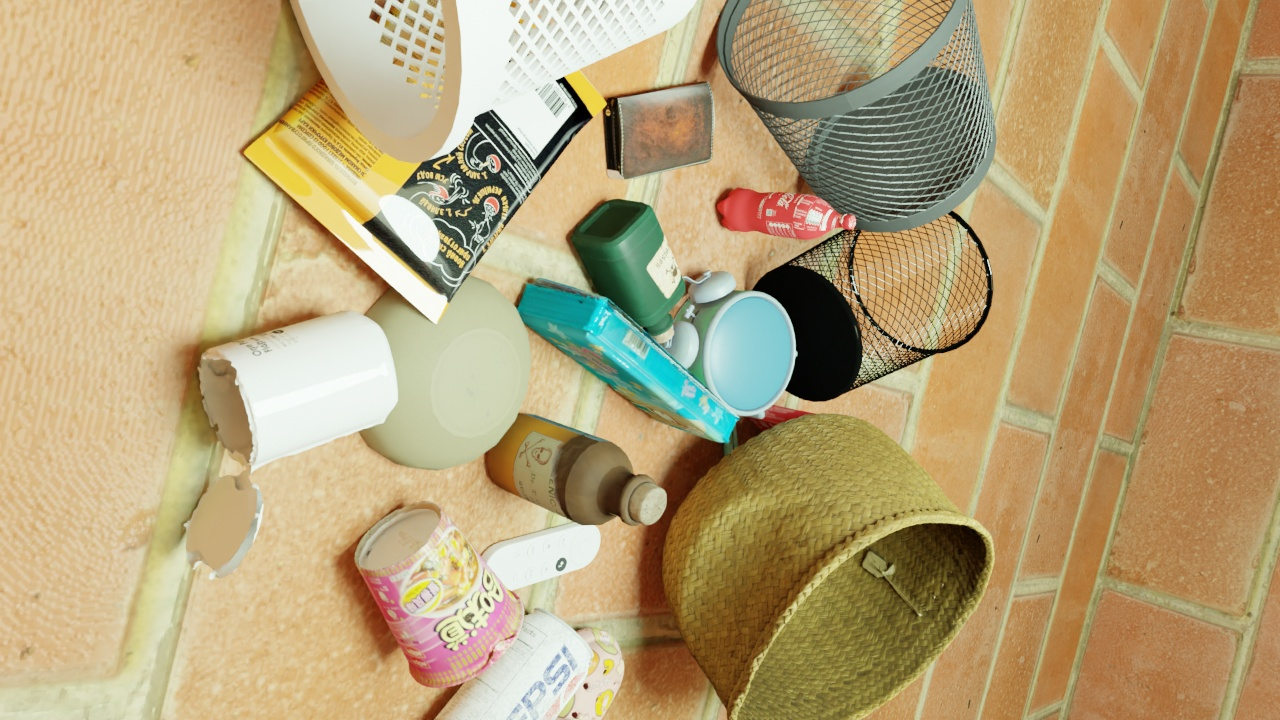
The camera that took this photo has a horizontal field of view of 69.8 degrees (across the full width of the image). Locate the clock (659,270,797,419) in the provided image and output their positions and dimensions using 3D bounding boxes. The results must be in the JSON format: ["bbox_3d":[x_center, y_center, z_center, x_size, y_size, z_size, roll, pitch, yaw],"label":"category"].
[{"bbox_3d":[0.075,-0.020,0.889,0.161,0.075,0.121,41,72,-33],"label":"clock"}]

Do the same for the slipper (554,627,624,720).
[{"bbox_3d":[-0.070,0.340,0.827,0.196,0.082,0.093,-51,135,-22],"label":"slipper"}]

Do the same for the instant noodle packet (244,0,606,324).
[{"bbox_3d":[-0.132,-0.161,0.625,0.160,0.032,0.220,45,67,-30],"label":"instant noodle packet"}]

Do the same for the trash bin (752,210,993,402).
[{"bbox_3d":[0.236,-0.060,0.981,0.209,0.184,0.184,-25,119,-35],"label":"trash bin"}]

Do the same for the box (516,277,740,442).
[{"bbox_3d":[-0.004,0.004,0.784,0.226,0.094,0.041,39,74,-46],"label":"box"}]

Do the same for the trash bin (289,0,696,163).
[{"bbox_3d":[-0.076,-0.239,0.536,0.199,0.196,0.196,-29,122,-33],"label":"trash bin"}]

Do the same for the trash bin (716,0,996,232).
[{"bbox_3d":[0.218,-0.261,0.869,0.227,0.218,0.217,41,71,-51],"label":"trash bin"}]

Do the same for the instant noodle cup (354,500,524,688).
[{"bbox_3d":[-0.153,0.167,0.677,0.097,0.098,0.109,-43,122,-31],"label":"instant noodle cup"}]

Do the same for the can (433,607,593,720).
[{"bbox_3d":[-0.107,0.282,0.768,0.135,0.078,0.078,-48,133,-27],"label":"can"}]

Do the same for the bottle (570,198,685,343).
[{"bbox_3d":[-0.002,-0.068,0.789,0.061,0.061,0.131,-48,132,-25],"label":"bottle"}]

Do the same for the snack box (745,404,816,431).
[{"bbox_3d":[0.183,0.087,1.023,0.133,0.089,0.021,39,69,-47],"label":"snack box"}]

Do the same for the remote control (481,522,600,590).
[{"bbox_3d":[-0.087,0.171,0.806,0.136,0.013,0.043,-5,106,-47],"label":"remote control"}]

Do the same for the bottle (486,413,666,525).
[{"bbox_3d":[-0.046,0.091,0.715,0.067,0.157,0.068,-17,114,-44],"label":"bottle"}]

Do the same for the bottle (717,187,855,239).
[{"bbox_3d":[0.137,-0.137,0.862,0.041,0.142,0.042,-17,114,-44],"label":"bottle"}]

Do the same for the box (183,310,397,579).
[{"bbox_3d":[-0.221,0.050,0.570,0.139,0.083,0.142,-20,122,-42],"label":"box"}]

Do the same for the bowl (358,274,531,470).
[{"bbox_3d":[-0.135,0.011,0.673,0.152,0.050,0.152,-17,114,-44],"label":"bowl"}]

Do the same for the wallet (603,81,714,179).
[{"bbox_3d":[0.019,-0.202,0.804,0.122,0.019,0.072,-24,118,-42],"label":"wallet"}]

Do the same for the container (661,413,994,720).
[{"bbox_3d":[0.177,0.207,0.918,0.306,0.196,0.308,-17,133,-20],"label":"container"}]

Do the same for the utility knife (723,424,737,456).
[{"bbox_3d":[0.095,0.083,0.983,0.022,0.015,0.126,-23,115,-41],"label":"utility knife"}]
